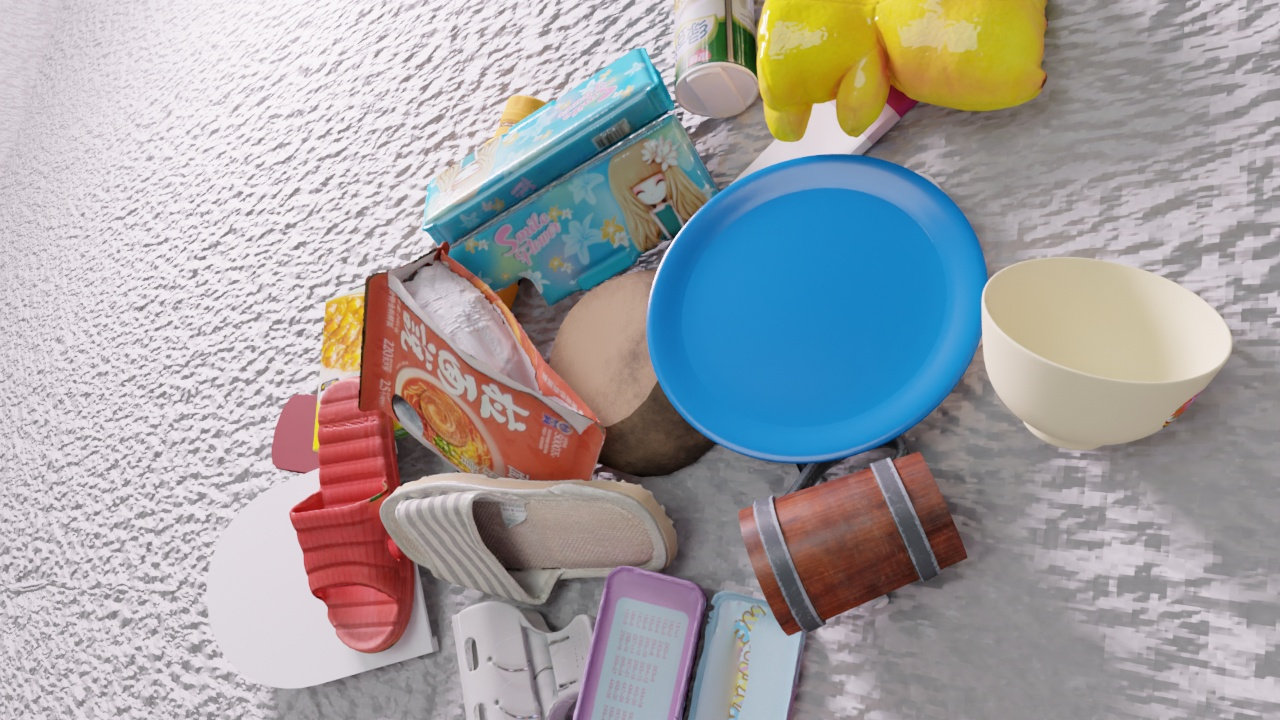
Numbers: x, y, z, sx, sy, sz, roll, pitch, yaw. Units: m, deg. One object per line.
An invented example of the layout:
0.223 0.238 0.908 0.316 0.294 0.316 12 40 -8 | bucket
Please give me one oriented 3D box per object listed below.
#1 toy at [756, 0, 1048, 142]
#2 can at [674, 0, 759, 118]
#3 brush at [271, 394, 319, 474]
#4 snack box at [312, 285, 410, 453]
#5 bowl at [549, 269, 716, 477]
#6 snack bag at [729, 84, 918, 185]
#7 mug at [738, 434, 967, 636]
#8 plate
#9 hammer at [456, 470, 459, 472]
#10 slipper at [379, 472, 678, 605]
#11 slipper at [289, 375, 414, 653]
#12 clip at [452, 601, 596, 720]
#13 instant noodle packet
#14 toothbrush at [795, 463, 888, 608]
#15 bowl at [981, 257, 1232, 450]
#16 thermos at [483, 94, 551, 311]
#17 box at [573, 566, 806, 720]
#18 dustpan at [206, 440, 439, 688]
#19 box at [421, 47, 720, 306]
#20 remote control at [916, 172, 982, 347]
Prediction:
0.170 -0.224 0.618 0.194 0.087 0.134 1 61 26 | toy
0.061 -0.266 0.752 0.067 0.067 0.120 -15 64 35 | can
-0.317 0.081 0.954 0.174 0.041 0.082 0 74 40 | brush
-0.256 -0.001 0.892 0.132 0.027 0.167 -15 63 22 | snack box
-0.004 0.004 0.703 0.163 0.070 0.162 -15 65 35 | bowl
0.133 -0.158 0.685 0.197 0.016 0.070 -44 52 16 | snack bag
0.123 0.095 0.556 0.111 0.081 0.117 -24 34 10 | mug
0.113 -0.036 0.612 0.225 0.024 0.224 -9 64 20 | plate
-0.200 0.031 0.887 0.127 0.029 0.323 -49 51 15 | hammer
-0.097 0.137 0.710 0.273 0.114 0.053 -6 34 30 | slipper
-0.261 0.133 0.810 0.104 0.059 0.248 -14 77 23 | slipper
-0.092 0.240 0.686 0.152 0.105 0.126 -37 56 36 | clip
-0.120 0.037 0.731 0.221 0.083 0.165 39 135 19 | instant noodle packet
0.114 0.083 0.616 0.017 0.012 0.186 -50 48 31 | toothbrush
0.238 0.006 0.493 0.118 0.117 0.074 39 142 41 | bowl
-0.139 -0.131 0.858 0.091 0.076 0.232 17 85 21 | thermos
0.023 0.255 0.608 0.151 0.040 0.214 9 80 28 | box
-0.305 0.209 0.885 0.258 0.053 0.191 -21 75 21 | dustpan
-0.067 -0.146 0.753 0.227 0.086 0.168 -29 71 13 | box
0.193 -0.066 0.604 0.043 0.013 0.136 -28 58 29 | remote control
